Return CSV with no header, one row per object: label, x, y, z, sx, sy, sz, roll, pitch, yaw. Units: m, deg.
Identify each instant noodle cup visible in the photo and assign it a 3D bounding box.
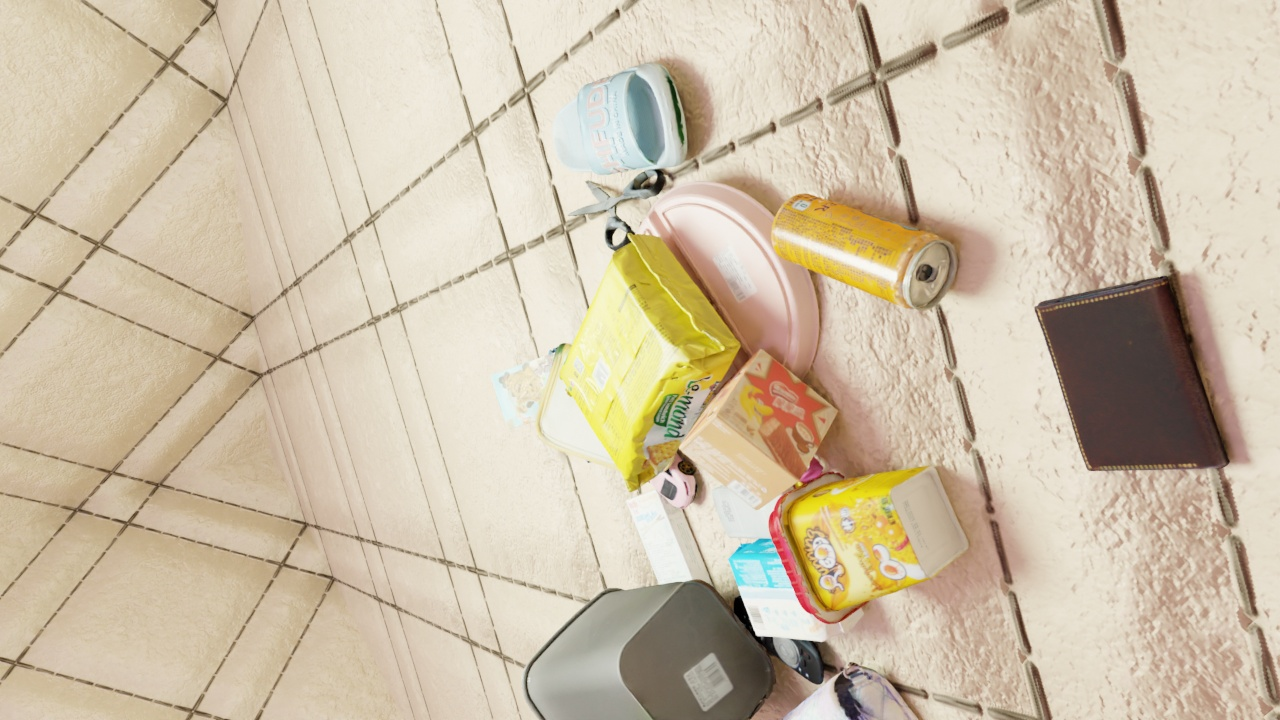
instant noodle cup,0.192,0.146,0.768,0.124,0.115,0.116,-29,81,47

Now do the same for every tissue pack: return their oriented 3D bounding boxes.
tissue pack,0.151,0.221,0.904,0.140,0.063,0.090,-23,87,59

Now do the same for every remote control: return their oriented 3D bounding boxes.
remote control,0.150,0.293,0.977,0.136,0.024,0.053,28,130,49
remote control,0.120,0.154,0.943,0.150,0.021,0.058,-23,87,66

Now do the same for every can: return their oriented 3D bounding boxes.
can,0.171,-0.087,0.722,0.146,0.058,0.058,32,131,46

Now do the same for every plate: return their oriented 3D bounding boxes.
plate,0.071,-0.058,0.887,0.230,0.028,0.230,27,130,37

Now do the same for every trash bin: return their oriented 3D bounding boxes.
trash bin,0.015,0.363,1.041,0.198,0.198,0.220,52,144,0

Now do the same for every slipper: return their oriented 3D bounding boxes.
slipper,-0.037,-0.242,0.954,0.246,0.074,0.104,8,111,57

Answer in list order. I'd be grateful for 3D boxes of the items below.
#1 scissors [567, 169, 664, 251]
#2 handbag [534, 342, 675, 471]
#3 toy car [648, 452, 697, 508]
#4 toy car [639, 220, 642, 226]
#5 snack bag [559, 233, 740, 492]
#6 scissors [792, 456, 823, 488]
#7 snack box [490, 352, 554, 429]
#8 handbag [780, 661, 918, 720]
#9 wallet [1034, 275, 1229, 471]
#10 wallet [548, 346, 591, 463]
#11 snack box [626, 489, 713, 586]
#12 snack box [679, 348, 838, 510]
scissors,-0.030,-0.169,1.001,0.174,0.014,0.159,-34,40,38
handbag,-0.023,0.028,1.044,0.163,0.063,0.179,17,95,23
toy car,0.023,0.122,1.079,0.122,0.037,0.056,50,141,33
toy car,0.022,-0.109,0.966,0.042,0.035,0.090,18,122,54
snack bag,-0.005,0.005,0.911,0.158,0.068,0.247,56,142,26
scissors,0.154,0.140,0.907,0.105,0.017,0.136,59,151,18
snack box,-0.101,0.028,1.144,0.175,0.051,0.074,-18,89,32
handbag,0.201,0.393,0.901,0.134,0.075,0.194,55,144,26
wallet,0.312,0.013,0.593,0.096,0.020,0.122,-16,93,63
wallet,-0.088,0.059,1.220,0.133,0.040,0.107,53,148,24
snack box,0.038,0.233,1.119,0.085,0.026,0.156,-31,78,58
snack box,0.107,0.063,0.831,0.093,0.094,0.077,39,143,0
